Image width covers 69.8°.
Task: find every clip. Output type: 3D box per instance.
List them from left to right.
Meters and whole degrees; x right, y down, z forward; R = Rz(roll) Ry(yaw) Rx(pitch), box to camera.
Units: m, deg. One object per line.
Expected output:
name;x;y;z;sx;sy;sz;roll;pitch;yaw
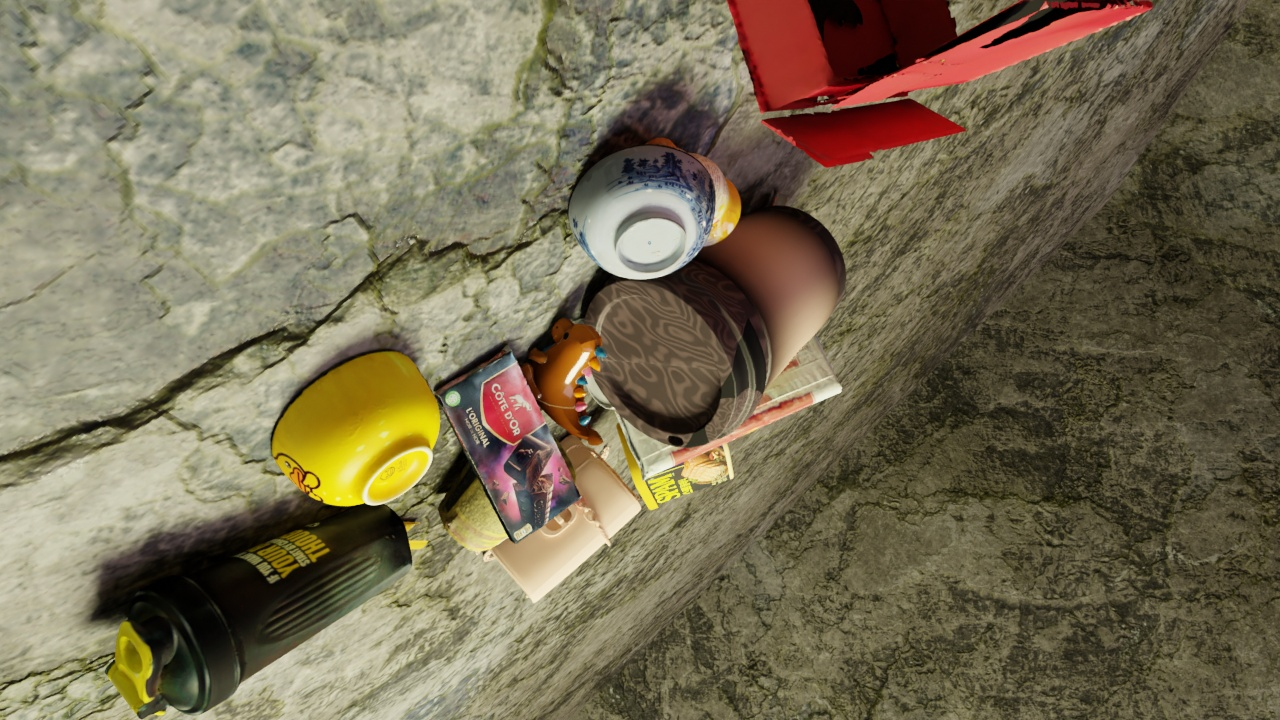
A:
clip;-0.226;0.173;0.853;0.054;0.045;0.048;33;76;-71

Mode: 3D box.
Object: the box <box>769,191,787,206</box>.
box;0.131;-0.090;0.981;0.054;0.078;0.188;-2;142;-24

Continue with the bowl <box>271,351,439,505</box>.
bowl;-0.189;0.058;0.645;0.117;0.067;0.117;-38;159;-18

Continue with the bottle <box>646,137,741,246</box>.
bottle;0.036;-0.134;0.723;0.063;0.063;0.109;-48;149;6

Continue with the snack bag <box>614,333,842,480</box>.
snack bag;0.089;0.043;0.935;0.225;0.077;0.041;-23;170;-5

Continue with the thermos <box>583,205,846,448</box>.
thermos;0.081;-0.045;0.850;0.225;0.173;0.173;-36;159;-41

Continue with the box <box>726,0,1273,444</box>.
box;0.210;-0.134;0.581;0.210;0.409;0.108;-22;162;-46

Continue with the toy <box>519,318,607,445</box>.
toy;-0.052;0.019;0.793;0.070;0.103;0.090;-19;154;-49

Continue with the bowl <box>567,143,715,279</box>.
bowl;0.005;-0.098;0.674;0.114;0.045;0.114;-7;140;-6

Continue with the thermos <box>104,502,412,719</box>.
thermos;-0.274;0.178;0.681;0.220;0.098;0.098;-25;152;-54

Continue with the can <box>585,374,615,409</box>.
can;-0.005;0.005;0.925;0.096;0.054;0.054;-33;157;-30

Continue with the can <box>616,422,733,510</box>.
can;0.041;0.103;1.014;0.104;0.075;0.135;-19;156;1

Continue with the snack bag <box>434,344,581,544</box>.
snack bag;-0.109;0.073;0.768;0.074;0.018;0.155;-34;113;-26

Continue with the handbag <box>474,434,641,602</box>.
handbag;-0.079;0.186;1.039;0.198;0.116;0.187;-40;160;-15

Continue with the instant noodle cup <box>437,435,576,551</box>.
instant noodle cup;-0.130;0.121;0.857;0.108;0.102;0.102;-45;162;25
